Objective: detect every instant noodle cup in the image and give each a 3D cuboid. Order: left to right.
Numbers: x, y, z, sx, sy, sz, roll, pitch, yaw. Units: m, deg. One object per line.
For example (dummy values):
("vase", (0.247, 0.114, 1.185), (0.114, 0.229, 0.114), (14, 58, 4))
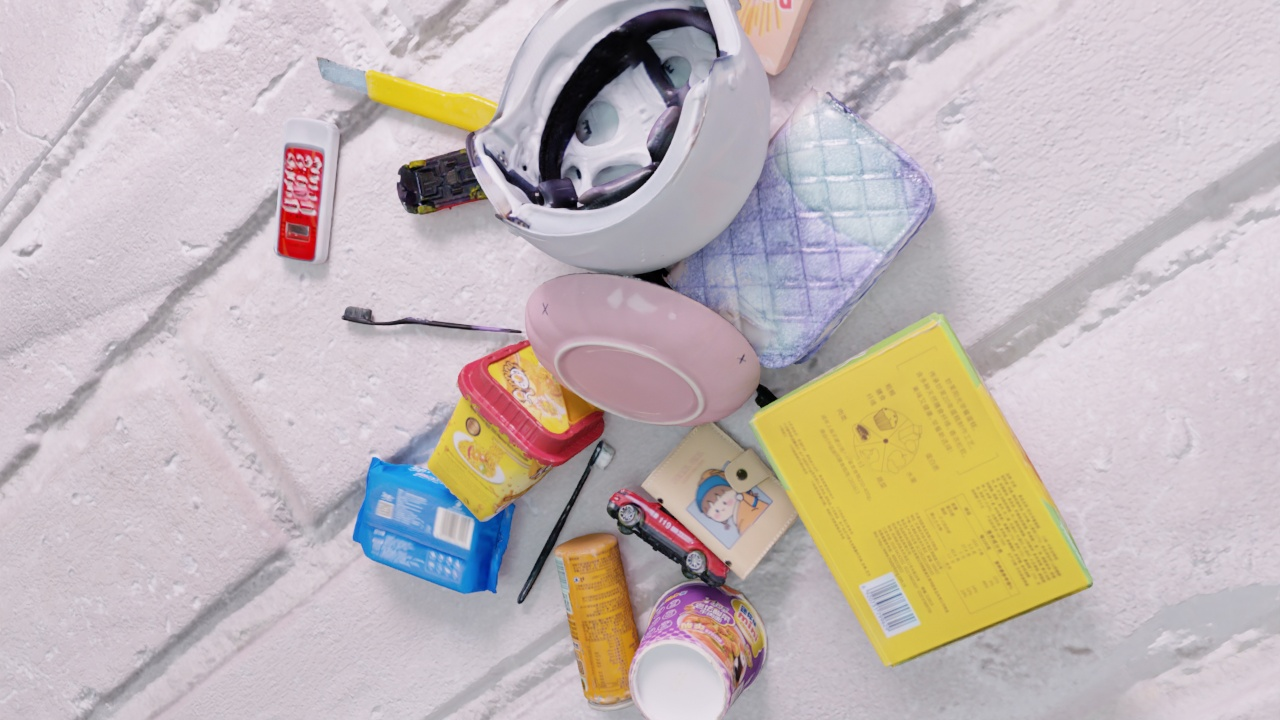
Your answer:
("instant noodle cup", (-0.114, 0.064, 0.796), (0.116, 0.116, 0.124), (43, 118, 8))
("instant noodle cup", (0.043, 0.254, 0.772), (0.112, 0.099, 0.111), (2, 98, 19))

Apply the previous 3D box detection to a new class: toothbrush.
("toothbrush", (-0.196, -0.037, 0.855), (0.189, 0.014, 0.016), (5, 86, 17))
("toothbrush", (-0.071, 0.152, 0.839), (0.018, 0.015, 0.181), (30, 105, 3))
("toothbrush", (0.044, -0.035, 0.773), (0.212, 0.026, 0.027), (47, 142, 6))

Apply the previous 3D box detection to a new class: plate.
("plate", (-0.004, 0.004, 0.714), (0.192, 0.193, 0.039), (11, 62, 16))

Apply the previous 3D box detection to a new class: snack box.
("snack box", (0.096, -0.304, 0.685), (0.084, 0.026, 0.158), (29, 130, 12))
("snack box", (0.200, 0.092, 0.667), (0.158, 0.070, 0.210), (-30, 87, 18))

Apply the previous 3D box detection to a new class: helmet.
("helmet", (0.000, -0.168, 0.692), (0.229, 0.146, 0.258), (-35, 43, 15))

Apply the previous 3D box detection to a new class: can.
("can", (-0.035, 0.230, 0.815), (0.058, 0.058, 0.146), (-10, 94, 19))

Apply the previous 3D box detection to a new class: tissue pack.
("tissue pack", (-0.194, 0.153, 0.859), (0.157, 0.052, 0.095), (16, 100, 15))

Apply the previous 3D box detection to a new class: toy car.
("toy car", (-0.168, -0.161, 0.819), (0.106, 0.031, 0.049), (-10, 93, 18))
("toy car", (0.026, 0.148, 0.788), (0.120, 0.053, 0.045), (31, 70, 6))

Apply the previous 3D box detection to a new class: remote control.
("remote control", (-0.319, -0.161, 0.874), (0.056, 0.020, 0.136), (13, 101, 16))

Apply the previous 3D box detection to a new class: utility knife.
("utility knife", (-0.204, -0.240, 0.827), (0.207, 0.015, 0.033), (20, 104, 11))

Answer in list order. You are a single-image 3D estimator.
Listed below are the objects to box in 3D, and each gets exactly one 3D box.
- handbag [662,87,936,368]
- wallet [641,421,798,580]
("handbag", (0.124, -0.096, 0.713), (0.134, 0.075, 0.194), (43, 106, 13))
("wallet", (0.071, 0.112, 0.767), (0.115, 0.024, 0.087), (42, 79, 11))
